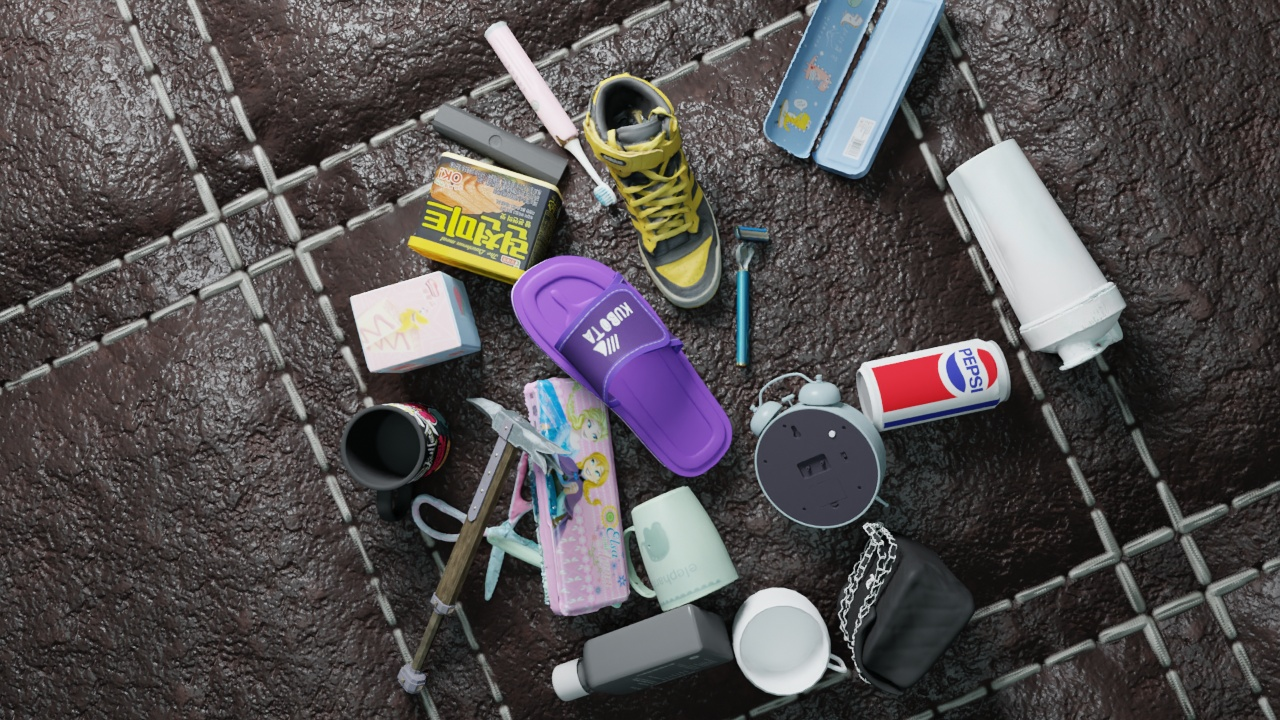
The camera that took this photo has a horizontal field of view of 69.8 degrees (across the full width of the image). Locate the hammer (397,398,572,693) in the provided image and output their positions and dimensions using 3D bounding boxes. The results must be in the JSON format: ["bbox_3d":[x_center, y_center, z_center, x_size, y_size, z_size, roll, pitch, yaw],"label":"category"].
[{"bbox_3d":[-0.182,0.195,0.921,0.147,0.028,0.317,33,104,37],"label":"hammer"}]

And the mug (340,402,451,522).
[{"bbox_3d":[-0.243,0.102,0.917,0.082,0.098,0.118,4,89,3],"label":"mug"}]

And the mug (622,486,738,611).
[{"bbox_3d":[0.027,0.190,0.917,0.111,0.084,0.104,-31,77,30],"label":"mug"}]

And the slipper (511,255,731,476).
[{"bbox_3d":[-0.005,0.005,0.878,0.107,0.084,0.266,-43,102,-8],"label":"slipper"}]

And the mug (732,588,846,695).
[{"bbox_3d":[0.148,0.281,0.909,0.115,0.068,0.094,22,90,3],"label":"mug"}]

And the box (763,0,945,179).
[{"bbox_3d":[0.214,-0.297,0.930,0.125,0.043,0.209,25,90,4],"label":"box"}]

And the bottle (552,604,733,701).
[{"bbox_3d":[-0.006,0.293,0.901,0.174,0.083,0.046,-24,58,18],"label":"bottle"}]

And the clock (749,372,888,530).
[{"bbox_3d":[0.171,0.088,0.898,0.123,0.045,0.159,-28,89,29],"label":"clock"}]

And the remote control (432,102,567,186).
[{"bbox_3d":[-0.146,-0.225,0.957,0.147,0.015,0.033,26,91,3],"label":"remote control"}]

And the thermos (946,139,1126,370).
[{"bbox_3d":[0.387,-0.104,0.893,0.099,0.099,0.220,-27,84,2],"label":"thermos"}]

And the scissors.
[{"bbox_3d":[-0.155,0.164,0.955,0.177,0.013,0.170,14,93,1],"label":"scissors"}]

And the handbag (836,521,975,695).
[{"bbox_3d":[0.225,0.227,0.865,0.114,0.153,0.125,30,95,-1],"label":"handbag"}]

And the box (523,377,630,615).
[{"bbox_3d":[-0.071,0.134,0.926,0.084,0.071,0.230,-3,82,-35],"label":"box"}]

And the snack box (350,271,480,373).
[{"bbox_3d":[-0.222,-0.036,0.920,0.095,0.093,0.079,-15,88,3],"label":"snack box"}]

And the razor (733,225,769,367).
[{"bbox_3d":[0.107,-0.064,0.941,0.042,0.022,0.144,1,94,-33],"label":"razor"}]

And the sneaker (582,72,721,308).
[{"bbox_3d":[0.016,-0.169,0.896,0.086,0.122,0.238,-24,87,4],"label":"sneaker"}]

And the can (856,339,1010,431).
[{"bbox_3d":[0.286,0.024,0.904,0.132,0.070,0.070,-12,89,3],"label":"can"}]

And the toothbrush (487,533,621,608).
[{"bbox_3d":[-0.087,0.213,0.942,0.155,0.015,0.022,25,79,-2],"label":"toothbrush"}]

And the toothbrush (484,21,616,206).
[{"bbox_3d":[-0.090,-0.253,0.949,0.026,0.027,0.222,-32,87,-27],"label":"toothbrush"}]

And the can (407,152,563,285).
[{"bbox_3d":[-0.153,-0.140,0.930,0.131,0.072,0.101,18,87,3],"label":"can"}]
